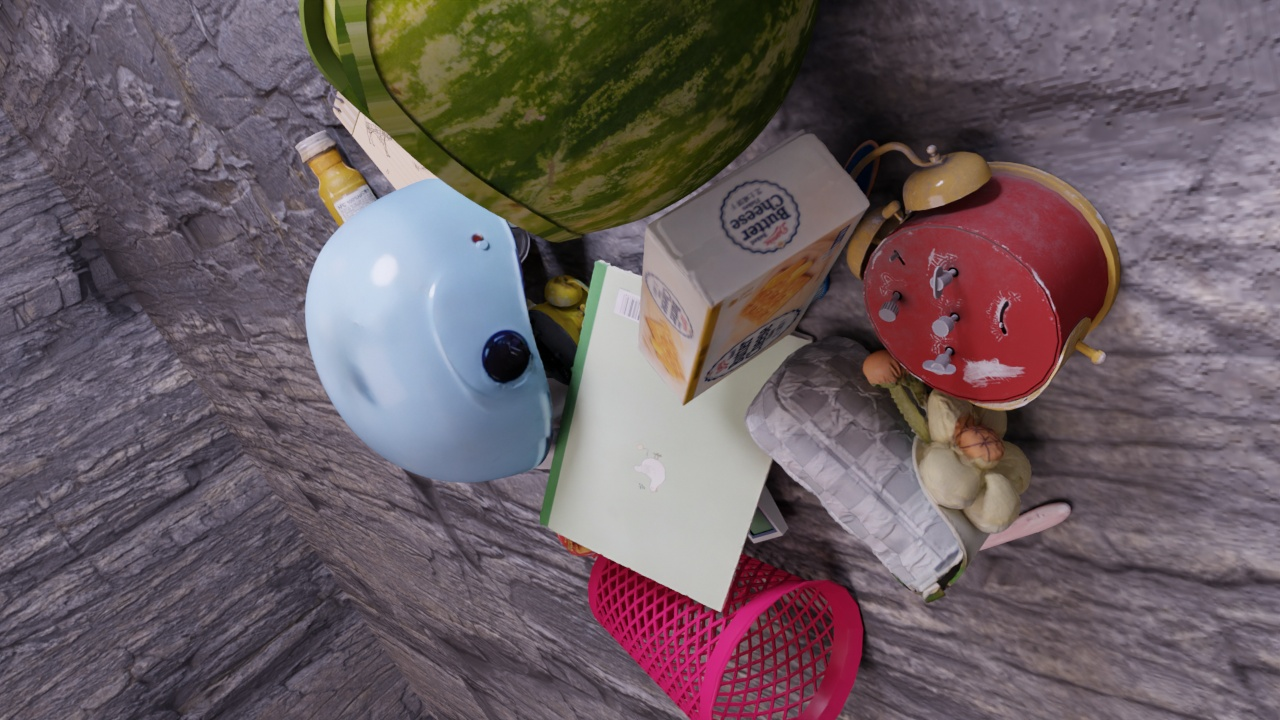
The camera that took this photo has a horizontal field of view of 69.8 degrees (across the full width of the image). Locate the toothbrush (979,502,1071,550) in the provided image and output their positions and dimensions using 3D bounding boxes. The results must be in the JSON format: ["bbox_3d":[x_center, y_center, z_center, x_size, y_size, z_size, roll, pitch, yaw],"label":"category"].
[{"bbox_3d":[0.242,0.134,0.658,0.015,0.018,0.182,46,148,6],"label":"toothbrush"}]

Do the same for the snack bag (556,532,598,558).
[{"bbox_3d":[-0.050,0.152,0.994,0.082,0.082,0.177,42,147,14],"label":"snack bag"}]

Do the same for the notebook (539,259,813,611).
[{"bbox_3d":[0.017,0.065,0.739,0.182,0.010,0.253,22,115,17],"label":"notebook"}]

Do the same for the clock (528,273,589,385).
[{"bbox_3d":[-0.062,-0.029,0.836,0.083,0.057,0.119,45,149,10],"label":"clock"}]

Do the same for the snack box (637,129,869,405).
[{"bbox_3d":[0.057,-0.044,0.562,0.057,0.104,0.208,54,169,13],"label":"snack box"}]

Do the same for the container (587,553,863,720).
[{"bbox_3d":[0.063,0.250,0.876,0.226,0.182,0.183,21,139,51],"label":"container"}]

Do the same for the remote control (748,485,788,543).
[{"bbox_3d":[0.078,0.096,0.820,0.143,0.024,0.050,53,149,0],"label":"remote control"}]

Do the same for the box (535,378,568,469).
[{"bbox_3d":[-0.095,0.045,0.906,0.107,0.109,0.217,16,167,-28],"label":"box"}]

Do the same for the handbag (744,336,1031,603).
[{"bbox_3d":[0.160,0.050,0.589,0.171,0.112,0.124,42,139,15],"label":"handbag"}]

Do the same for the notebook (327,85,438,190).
[{"bbox_3d":[-0.217,-0.234,0.851,0.167,0.024,0.226,52,149,-4],"label":"notebook"}]

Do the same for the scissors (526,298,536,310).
[{"bbox_3d":[-0.136,-0.065,0.895,0.129,0.011,0.125,24,169,14],"label":"scissors"}]

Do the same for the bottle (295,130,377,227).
[{"bbox_3d":[-0.314,-0.164,1.021,0.053,0.053,0.186,-8,117,55],"label":"bottle"}]

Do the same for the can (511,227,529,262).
[{"bbox_3d":[-0.151,-0.116,0.862,0.097,0.053,0.054,19,137,41],"label":"can"}]

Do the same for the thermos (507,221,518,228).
[{"bbox_3d":[-0.113,-0.213,0.699,0.068,0.067,0.230,29,142,32],"label":"thermos"}]

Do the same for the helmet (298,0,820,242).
[{"bbox_3d":[-0.027,-0.193,0.448,0.243,0.247,0.213,29,-173,-30],"label":"helmet"}]

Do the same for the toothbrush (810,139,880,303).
[{"bbox_3d":[0.125,-0.083,0.579,0.021,0.017,0.135,36,146,19],"label":"toothbrush"}]

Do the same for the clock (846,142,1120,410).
[{"bbox_3d":[0.170,-0.048,0.496,0.159,0.081,0.117,48,149,4],"label":"clock"}]

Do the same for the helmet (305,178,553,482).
[{"bbox_3d":[-0.183,-0.008,0.774,0.226,0.166,0.266,-1,112,60],"label":"helmet"}]
